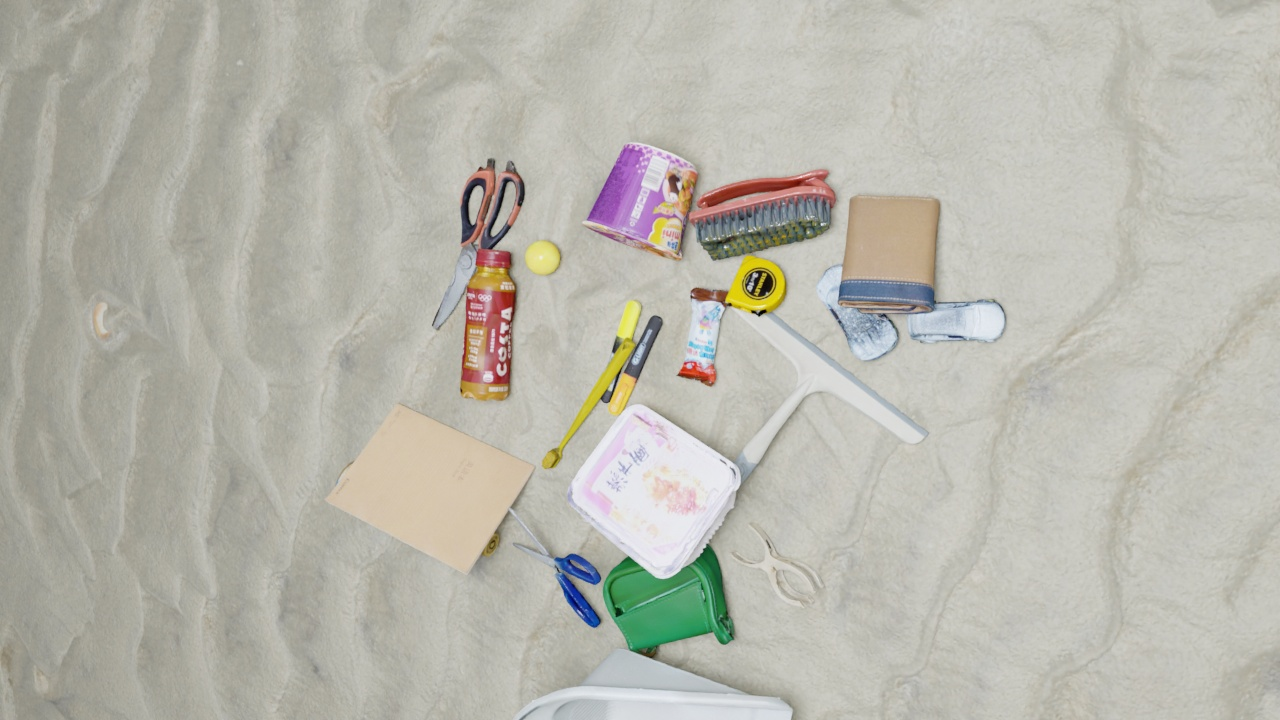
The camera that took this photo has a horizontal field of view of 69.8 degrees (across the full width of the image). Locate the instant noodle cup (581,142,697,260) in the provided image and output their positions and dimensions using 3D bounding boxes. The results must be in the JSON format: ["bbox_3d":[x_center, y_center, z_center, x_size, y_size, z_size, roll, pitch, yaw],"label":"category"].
[{"bbox_3d":[0.006,-0.170,0.971,0.112,0.111,0.099,20,91,21],"label":"instant noodle cup"}]

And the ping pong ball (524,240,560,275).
[{"bbox_3d":[-0.112,-0.118,1.053,0.040,0.040,0.040,1,93,23],"label":"ping pong ball"}]

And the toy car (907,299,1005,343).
[{"bbox_3d":[0.304,-0.038,0.887,0.091,0.034,0.043,1,90,21],"label":"toy car"}]

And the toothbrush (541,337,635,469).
[{"bbox_3d":[-0.062,0.052,1.044,0.016,0.016,0.190,41,112,16],"label":"toothbrush"}]

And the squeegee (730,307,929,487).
[{"bbox_3d":[0.122,0.093,0.967,0.246,0.039,0.247,40,107,16],"label":"squeegee"}]

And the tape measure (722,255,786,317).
[{"bbox_3d":[0.124,-0.076,0.960,0.057,0.029,0.060,20,82,20],"label":"tape measure"}]

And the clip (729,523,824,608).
[{"bbox_3d":[0.143,0.219,0.969,0.101,0.034,0.076,38,107,22],"label":"clip"}]

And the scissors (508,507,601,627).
[{"bbox_3d":[-0.093,0.236,1.046,0.176,0.012,0.163,57,149,-7],"label":"scissors"}]

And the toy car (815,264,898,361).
[{"bbox_3d":[0.216,-0.050,0.924,0.049,0.031,0.105,-33,78,19],"label":"toy car"}]

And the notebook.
[{"bbox_3d":[-0.252,0.148,1.098,0.212,0.012,0.149,21,64,21],"label":"notebook"}]

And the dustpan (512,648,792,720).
[{"bbox_3d":[-0.003,0.426,0.959,0.258,0.142,0.223,19,120,26],"label":"dustpan"}]

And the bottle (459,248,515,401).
[{"bbox_3d":[-0.177,-0.042,1.075,0.057,0.057,0.175,6,95,22],"label":"bottle"}]

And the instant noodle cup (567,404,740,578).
[{"bbox_3d":[0.020,0.141,0.968,0.173,0.060,0.138,31,82,42],"label":"instant noodle cup"}]

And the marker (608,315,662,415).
[{"bbox_3d":[-0.006,0.006,1.029,0.018,0.015,0.124,28,101,13],"label":"marker"}]

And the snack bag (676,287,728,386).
[{"bbox_3d":[0.068,-0.026,0.990,0.045,0.026,0.105,11,95,27],"label":"snack bag"}]

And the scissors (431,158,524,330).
[{"bbox_3d":[-0.215,-0.139,1.109,0.211,0.015,0.177,-26,84,22],"label":"scissors"}]

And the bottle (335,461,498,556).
[{"bbox_3d":[-0.272,0.187,1.124,0.219,0.065,0.065,20,100,20],"label":"bottle"}]

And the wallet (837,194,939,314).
[{"bbox_3d":[0.242,-0.103,0.892,0.090,0.033,0.115,4,76,17],"label":"wallet"}]

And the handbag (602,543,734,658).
[{"bbox_3d":[0.031,0.263,1.005,0.131,0.067,0.120,-19,93,21],"label":"handbag"}]

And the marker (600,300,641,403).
[{"bbox_3d":[-0.023,-0.009,1.037,0.018,0.015,0.124,23,104,21],"label":"marker"}]

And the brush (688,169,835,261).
[{"bbox_3d":[0.127,-0.154,0.941,0.146,0.063,0.069,-11,68,22],"label":"brush"}]
